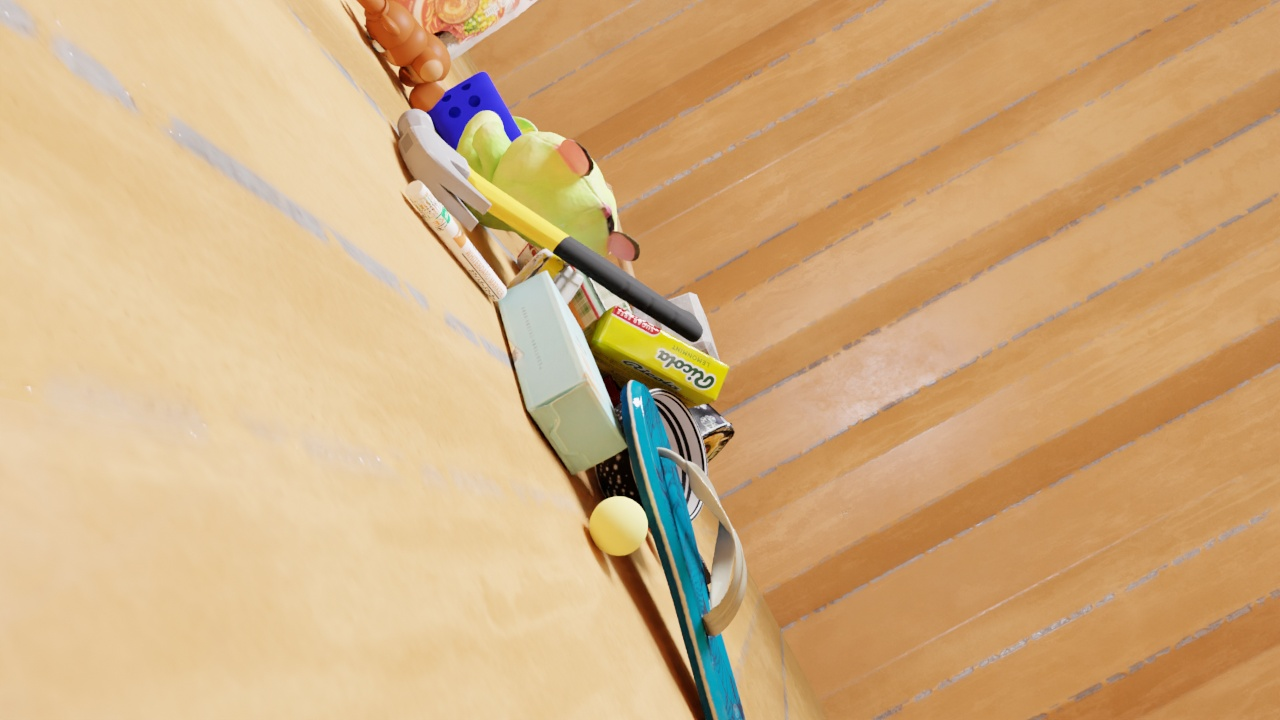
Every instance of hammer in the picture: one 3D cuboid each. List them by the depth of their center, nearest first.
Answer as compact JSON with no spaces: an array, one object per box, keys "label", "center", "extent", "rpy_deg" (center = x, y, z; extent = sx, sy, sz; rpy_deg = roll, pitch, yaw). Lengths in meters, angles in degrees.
[{"label":"hammer","center":[-0.063,-0.096,0.785],"extent":[0.323,0.029,0.127],"rpy_deg":[31,19,-33]},{"label":"hammer","center":[-0.017,-0.115,1.233],"extent":[0.083,0.163,0.317],"rpy_deg":[57,16,-62]}]

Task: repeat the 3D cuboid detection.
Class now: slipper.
[{"label":"slipper","center":[0.050,0.153,0.696],"extent":[0.118,0.060,0.294],"rpy_deg":[43,31,-81]}]

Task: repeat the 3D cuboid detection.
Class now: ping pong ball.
[{"label":"ping pong ball","center":[-0.015,0.113,0.629],"extent":[0.040,0.040,0.040],"rpy_deg":[61,2,-4]}]

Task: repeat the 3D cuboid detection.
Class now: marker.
[{"label":"marker","center":[-0.137,-0.087,0.693],"extent":[0.017,0.017,0.145],"rpy_deg":[62,2,30]}]

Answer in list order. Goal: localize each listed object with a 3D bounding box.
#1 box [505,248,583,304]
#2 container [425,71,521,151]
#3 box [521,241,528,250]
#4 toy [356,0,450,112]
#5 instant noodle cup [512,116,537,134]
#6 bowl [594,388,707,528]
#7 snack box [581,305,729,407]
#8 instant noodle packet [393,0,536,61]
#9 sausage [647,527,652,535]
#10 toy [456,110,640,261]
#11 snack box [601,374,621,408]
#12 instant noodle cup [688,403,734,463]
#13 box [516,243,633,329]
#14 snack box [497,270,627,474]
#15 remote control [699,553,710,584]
[{"label":"box","center":[-0.093,-0.071,0.893],"extent":[0.037,0.064,0.209],"rpy_deg":[39,2,1]},{"label":"container","center":[-0.175,-0.247,1.032],"extent":[0.113,0.084,0.085],"rpy_deg":[60,0,2]},{"label":"box","center":[-0.108,-0.134,1.267],"extent":[0.156,0.084,0.125],"rpy_deg":[58,9,-28]},{"label":"toy","center":[-0.235,-0.307,0.891],"extent":[0.095,0.065,0.127],"rpy_deg":[53,6,32]},{"label":"instant noodle cup","center":[-0.162,-0.233,1.151],"extent":[0.108,0.099,0.099],"rpy_deg":[73,-9,-58]},{"label":"bowl","center":[0.000,0.090,0.803],"extent":[0.120,0.067,0.120],"rpy_deg":[27,56,-49]},{"label":"snack box","center":[-0.005,0.005,0.876],"extent":[0.121,0.045,0.181],"rpy_deg":[28,-16,-12]},{"label":"instant noodle packet","center":[-0.208,-0.449,1.056],"extent":[0.084,0.221,0.164],"rpy_deg":[61,2,39]},{"label":"sausage","center":[0.008,0.130,0.955],"extent":[0.039,0.044,0.164],"rpy_deg":[53,6,-39]},{"label":"toy","center":[-0.103,-0.160,0.882],"extent":[0.197,0.107,0.150],"rpy_deg":[34,-21,49]},{"label":"snack box","center":[-0.027,0.064,0.900],"extent":[0.031,0.051,0.141],"rpy_deg":[62,2,26]},{"label":"instant noodle cup","center":[0.030,0.081,1.125],"extent":[0.112,0.137,0.137],"rpy_deg":[52,-1,19]},{"label":"box","center":[-0.064,-0.058,1.049],"extent":[0.205,0.050,0.118],"rpy_deg":[62,-28,4]},{"label":"snack box","center":[-0.065,0.005,0.725],"extent":[0.075,0.053,0.174],"rpy_deg":[60,4,-37]},{"label":"remote control","center":[0.058,0.237,1.183],"extent":[0.147,0.015,0.033],"rpy_deg":[60,2,-34]}]
